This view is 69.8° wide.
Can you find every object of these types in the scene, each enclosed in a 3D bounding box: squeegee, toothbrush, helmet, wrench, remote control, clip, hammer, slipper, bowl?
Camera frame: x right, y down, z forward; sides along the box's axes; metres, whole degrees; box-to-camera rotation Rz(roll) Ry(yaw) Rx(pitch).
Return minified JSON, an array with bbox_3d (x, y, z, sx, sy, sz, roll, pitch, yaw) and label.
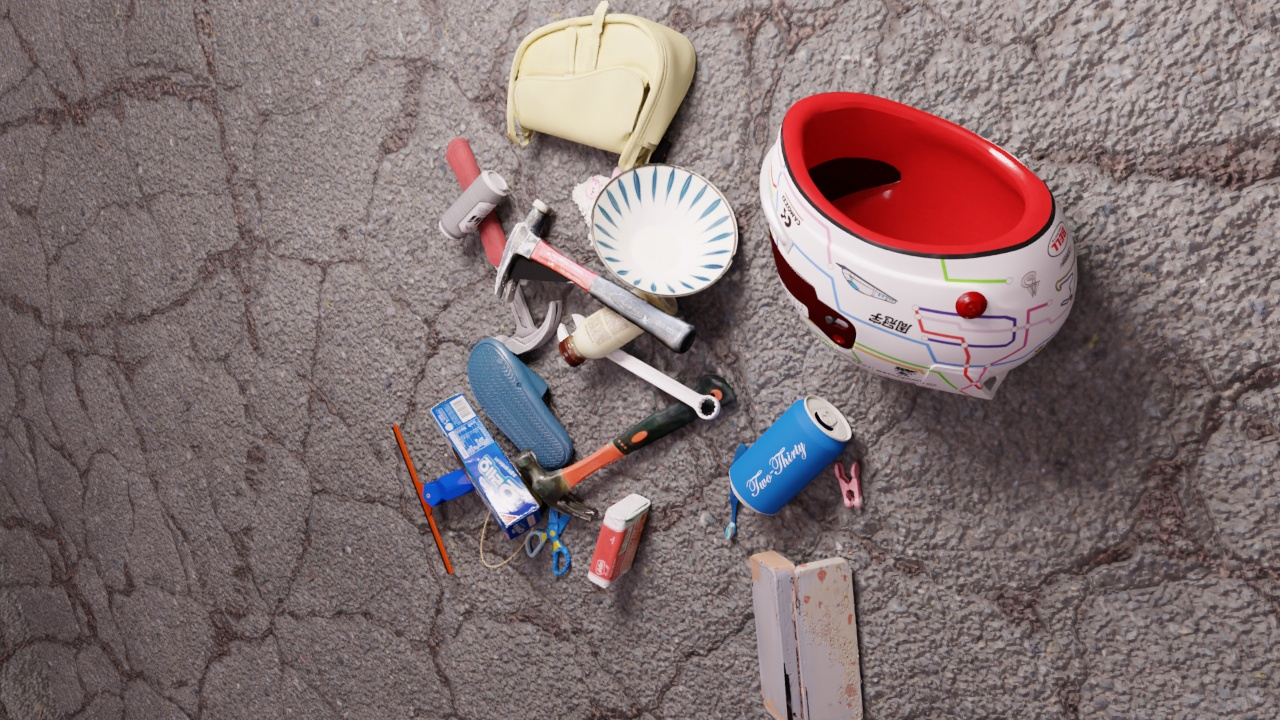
[{"bbox_3d":[-0.276,0.187,1.401,0.185,0.055,0.249,-24,85,22],"label":"squeegee"},{"bbox_3d":[0.122,0.169,1.174,0.021,0.016,0.132,14,108,26],"label":"toothbrush"},{"bbox_3d":[0.259,-0.100,0.905,0.314,0.230,0.236,30,150,17],"label":"helmet"},{"bbox_3d":[-0.007,0.007,1.195,0.273,0.009,0.047,30,95,32],"label":"wrench"},{"bbox_3d":[-0.017,-0.288,1.164,0.125,0.010,0.039,34,116,22],"label":"remote control"},{"bbox_3d":[0.245,0.148,1.092,0.037,0.022,0.058,-10,97,29],"label":"clip"},{"bbox_3d":[-0.203,-0.165,1.294,0.126,0.036,0.315,-21,88,31],"label":"hammer"},{"bbox_3d":[-0.061,-0.086,1.155,0.326,0.036,0.140,33,95,35],"label":"hammer"},{"bbox_3d":[-0.170,0.062,1.307,0.104,0.059,0.214,-28,100,34],"label":"slipper"},{"bbox_3d":[-0.015,0.110,1.224,0.334,0.033,0.133,-33,100,28],"label":"hammer"},{"bbox_3d":[0.024,-0.145,1.116,0.177,0.177,0.071,53,161,11],"label":"bowl"}]

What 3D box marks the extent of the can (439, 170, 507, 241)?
[{"bbox_3d":[-0.229,-0.212,1.258,0.107,0.043,0.044,-40,79,26],"label":"can"}]

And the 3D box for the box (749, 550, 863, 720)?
[{"bbox_3d":[0.204,0.346,1.148,0.105,0.096,0.216,-167,69,-65],"label":"box"}]

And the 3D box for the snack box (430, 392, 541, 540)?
[{"bbox_3d":[-0.225,0.150,1.325,0.226,0.059,0.060,50,159,25],"label":"snack box"}]

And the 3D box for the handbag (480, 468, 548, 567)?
[{"bbox_3d":[-0.200,0.246,1.378,0.084,0.027,0.178,47,121,24],"label":"handbag"}]

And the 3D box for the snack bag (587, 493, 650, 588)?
[{"bbox_3d":[-0.029,0.244,1.247,0.036,0.076,0.116,25,112,23],"label":"snack bag"}]

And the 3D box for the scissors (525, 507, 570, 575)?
[{"bbox_3d":[-0.134,0.250,1.354,0.105,0.019,0.132,8,102,28],"label":"scissors"}]

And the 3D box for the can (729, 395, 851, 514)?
[{"bbox_3d":[0.176,0.114,1.092,0.079,0.078,0.146,48,120,14],"label":"can"}]

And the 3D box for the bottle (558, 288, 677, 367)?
[{"bbox_3d":[-0.032,-0.046,1.181,0.162,0.056,0.056,-31,84,21],"label":"bottle"}]

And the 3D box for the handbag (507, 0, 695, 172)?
[{"bbox_3d":[-0.060,-0.337,1.127,0.233,0.088,0.191,20,106,26],"label":"handbag"}]

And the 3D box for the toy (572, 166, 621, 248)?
[{"bbox_3d":[-0.038,-0.204,1.180,0.109,0.041,0.095,-27,84,27],"label":"toy"}]
